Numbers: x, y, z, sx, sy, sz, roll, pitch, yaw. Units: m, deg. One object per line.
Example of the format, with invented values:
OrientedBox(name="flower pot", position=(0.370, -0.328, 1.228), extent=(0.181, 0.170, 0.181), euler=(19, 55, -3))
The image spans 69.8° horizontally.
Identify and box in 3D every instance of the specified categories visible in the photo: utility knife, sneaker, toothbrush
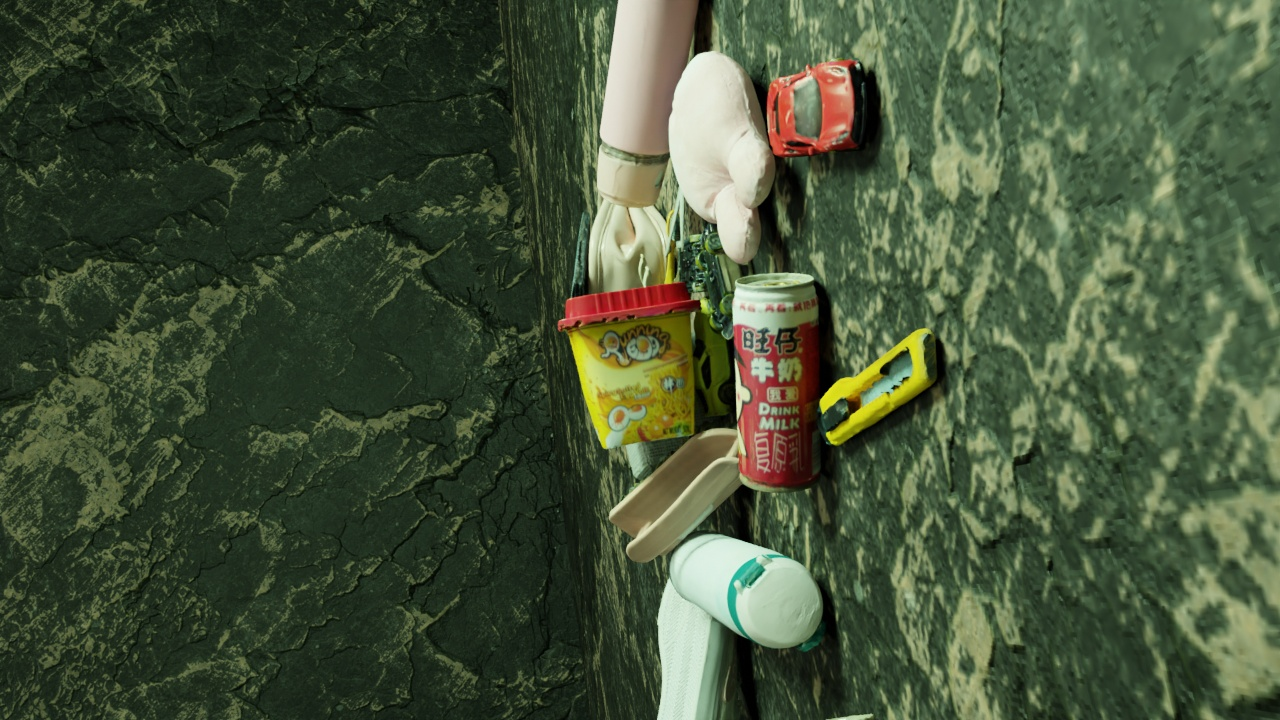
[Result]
OrientedBox(name="utility knife", position=(0.123, 0.017, 0.498), extent=(0.154, 0.015, 0.033), euler=(114, 145, -70))
OrientedBox(name="sneaker", position=(0.067, 0.294, 0.842), extent=(0.090, 0.090, 0.241), euler=(-28, 45, 48))
OrientedBox(name="toothbrush", position=(0.033, -0.066, 0.947), extent=(0.018, 0.016, 0.192), euler=(-123, 28, -50))

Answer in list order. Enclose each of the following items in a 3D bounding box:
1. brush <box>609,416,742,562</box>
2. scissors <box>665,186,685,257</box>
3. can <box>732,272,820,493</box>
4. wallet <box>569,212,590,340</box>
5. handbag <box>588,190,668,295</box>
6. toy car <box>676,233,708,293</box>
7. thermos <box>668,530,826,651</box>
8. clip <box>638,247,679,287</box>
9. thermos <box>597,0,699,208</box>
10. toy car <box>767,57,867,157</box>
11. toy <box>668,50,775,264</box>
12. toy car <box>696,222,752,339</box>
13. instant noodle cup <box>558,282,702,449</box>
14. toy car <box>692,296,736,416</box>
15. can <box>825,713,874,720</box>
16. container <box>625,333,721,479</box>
OrientedBox(name="brush", position=(0.039, 0.109, 0.768), extent=(0.146, 0.063, 0.072), euler=(-46, 14, 29))
OrientedBox(name="scissors", position=(0.038, -0.175, 0.784), extent=(0.162, 0.012, 0.176), euler=(-95, 15, -44))
OrientedBox(name="can", position=(0.087, 0.013, 0.585), extent=(0.053, 0.053, 0.133), euler=(-130, 35, -72))
OrientedBox(name="wallet", position=(-0.065, -0.089, 1.000), extent=(0.121, 0.019, 0.097), euler=(98, 175, -59))
OrientedBox(name="handbag", position=(-0.024, -0.111, 1.059), extent=(0.233, 0.093, 0.194), euler=(-101, 11, -49))
OrientedBox(name="toy car", position=(0.052, -0.082, 0.783), extent=(0.105, 0.031, 0.049), euler=(-160, 68, -81))
OrientedBox(name="thermos", position=(0.079, 0.175, 0.708), extent=(0.224, 0.073, 0.073), euler=(150, 114, -78))
OrientedBox(name="clip", position=(0.013, -0.061, 0.910), extent=(0.034, 0.084, 0.105), euler=(-109, 27, -51))
OrientedBox(name="thermos", position=(0.008, -0.234, 0.789), extent=(0.087, 0.067, 0.199), euler=(-45, -30, -53))
OrientedBox(name="toy car", position=(0.096, -0.139, 0.512), extent=(0.106, 0.031, 0.049), euler=(-142, 45, -73))
OrientedBox(name="toy", position=(0.058, -0.142, 0.647), extent=(0.121, 0.054, 0.159), euler=(97, 161, -47))
OrientedBox(name="toy car", position=(0.067, -0.061, 0.701), extent=(0.042, 0.035, 0.090), euler=(114, 148, -73))
OrientedBox(name="instant noodle cup", position=(-0.005, 0.004, 0.765), extent=(0.116, 0.116, 0.123), euler=(-179, 80, -85))
OrientedBox(name="toy car", position=(0.059, -0.003, 0.792), extent=(0.048, 0.032, 0.105), euler=(172, 93, -80))
OrientedBox(name="can", position=(0.123, 0.271, 0.534), extent=(0.059, 0.058, 0.116), euler=(110, 152, -68))
OrientedBox(name="container", position=(0.024, 0.046, 0.859), extent=(0.090, 0.090, 0.114), euler=(114, 145, -72))
